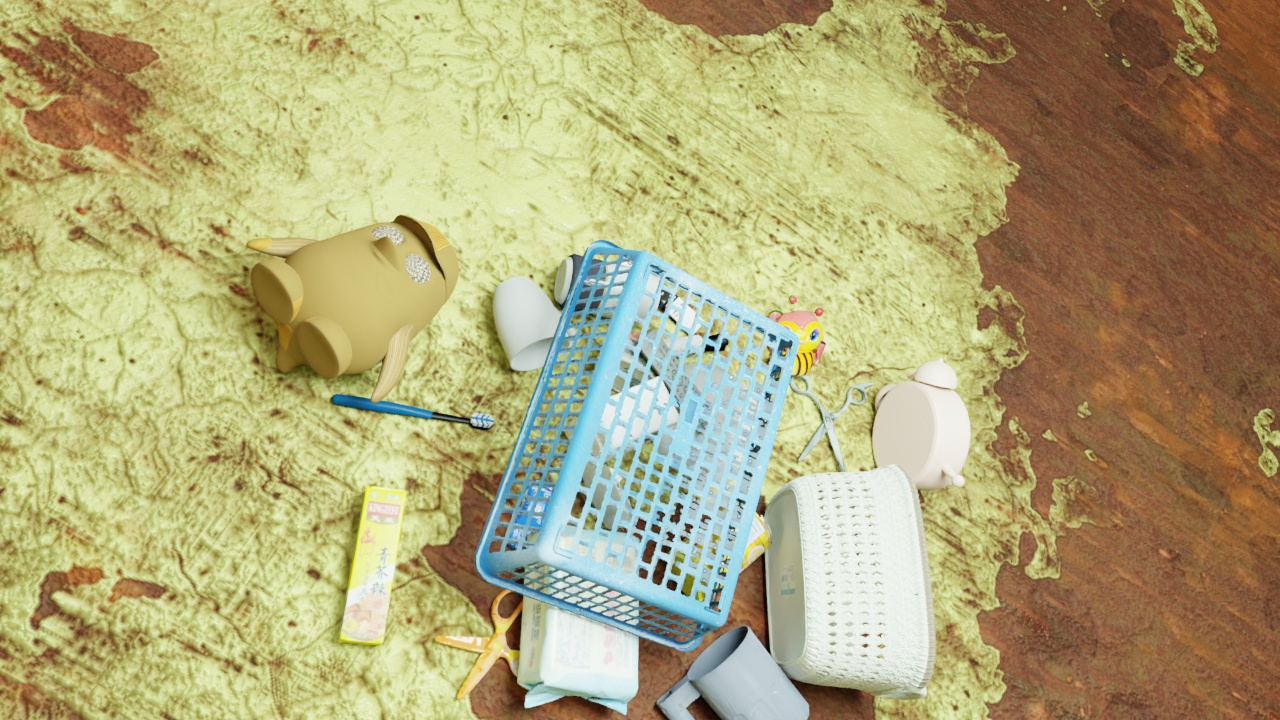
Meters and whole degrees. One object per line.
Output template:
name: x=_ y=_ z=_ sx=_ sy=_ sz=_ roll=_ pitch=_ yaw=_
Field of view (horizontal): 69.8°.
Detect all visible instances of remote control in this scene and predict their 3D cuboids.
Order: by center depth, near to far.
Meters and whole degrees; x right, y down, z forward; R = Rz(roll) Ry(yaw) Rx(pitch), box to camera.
remote control: x=0.040 y=0.023 z=1.009 sx=0.136 sy=0.013 sz=0.033 roll=53 pitch=56 yaw=-25
remote control: x=0.025 y=-0.080 z=1.131 sx=0.124 sy=0.012 sz=0.028 roll=43 pitch=59 yaw=-1

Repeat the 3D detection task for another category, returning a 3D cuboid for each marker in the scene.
marker: x=0.050 y=-0.016 z=1.107 sx=0.125 sy=0.025 sz=0.025 roll=-8 pitch=72 yaw=-25

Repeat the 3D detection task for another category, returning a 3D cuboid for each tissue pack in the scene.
tissue pack: x=-0.060 y=0.255 z=0.916 sx=0.112 sy=0.070 sz=0.181 roll=16 pitch=63 yaw=-31

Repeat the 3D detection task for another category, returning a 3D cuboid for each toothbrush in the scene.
toothbrush: x=-0.238 y=0.053 z=0.964 sx=0.167 sy=0.014 sz=0.014 roll=11 pitch=54 yaw=-19

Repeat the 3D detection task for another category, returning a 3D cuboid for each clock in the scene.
clock: x=0.331 y=0.088 z=1.119 sx=0.086 sy=0.131 sz=0.160 roll=15 pitch=64 yaw=-17

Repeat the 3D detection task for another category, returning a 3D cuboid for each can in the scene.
can: x=0.086 y=0.208 z=1.004 sx=0.104 sy=0.068 sz=0.067 roll=-33 pitch=84 yaw=-30
can: x=-0.006 y=0.006 z=1.038 sx=0.086 sy=0.086 sz=0.043 roll=30 pitch=62 yaw=-9
can: x=-0.033 y=-0.082 z=1.077 sx=0.127 sy=0.064 sz=0.064 roll=11 pitch=65 yaw=-18

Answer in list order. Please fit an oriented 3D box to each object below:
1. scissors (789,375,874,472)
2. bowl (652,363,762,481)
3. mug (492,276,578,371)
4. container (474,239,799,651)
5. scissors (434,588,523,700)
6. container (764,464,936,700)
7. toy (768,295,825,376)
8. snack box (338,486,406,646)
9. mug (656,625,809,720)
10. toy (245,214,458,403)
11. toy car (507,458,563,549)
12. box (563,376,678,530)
scissors: x=0.246 y=0.070 z=1.160 sx=0.173 sy=0.014 sz=0.141 roll=-26 pitch=78 yaw=-31
bowl: x=0.084 y=0.067 z=1.076 sx=0.149 sy=0.043 sz=0.149 roll=8 pitch=66 yaw=-19
mug: x=-0.116 y=-0.044 z=1.033 sx=0.107 sy=0.071 sz=0.089 roll=3 pitch=55 yaw=-52
container: x=0.021 y=0.077 z=0.898 sx=0.257 sy=0.089 sz=0.361 roll=26 pitch=70 yaw=-23
scissors: x=-0.137 y=0.287 z=0.910 sx=0.127 sy=0.011 sz=0.125 roll=40 pitch=59 yaw=-3
container: x=0.221 y=0.235 z=0.991 sx=0.143 sy=0.185 sz=0.245 roll=4 pitch=66 yaw=-10
toy: x=0.198 y=-0.025 z=1.162 sx=0.084 sy=0.046 sz=0.103 roll=28 pitch=64 yaw=-17
snack box: x=-0.258 y=0.198 z=0.886 sx=0.040 sy=0.029 sz=0.147 roll=11 pitch=65 yaw=-19
mug: x=0.096 y=0.355 z=0.949 sx=0.124 sy=0.084 sz=0.104 roll=-39 pitch=89 yaw=-7
toy: x=-0.269 y=-0.076 z=0.931 sx=0.198 sy=0.163 sz=0.202 roll=51 pitch=49 yaw=0
toy car: x=-0.105 y=0.149 z=0.952 sx=0.033 sy=0.062 sz=0.091 roll=25 pitch=61 yaw=-12
box: x=-0.015 y=0.109 z=0.980 sx=0.125 sy=0.109 sz=0.137 roll=-22 pitch=78 yaw=-29
